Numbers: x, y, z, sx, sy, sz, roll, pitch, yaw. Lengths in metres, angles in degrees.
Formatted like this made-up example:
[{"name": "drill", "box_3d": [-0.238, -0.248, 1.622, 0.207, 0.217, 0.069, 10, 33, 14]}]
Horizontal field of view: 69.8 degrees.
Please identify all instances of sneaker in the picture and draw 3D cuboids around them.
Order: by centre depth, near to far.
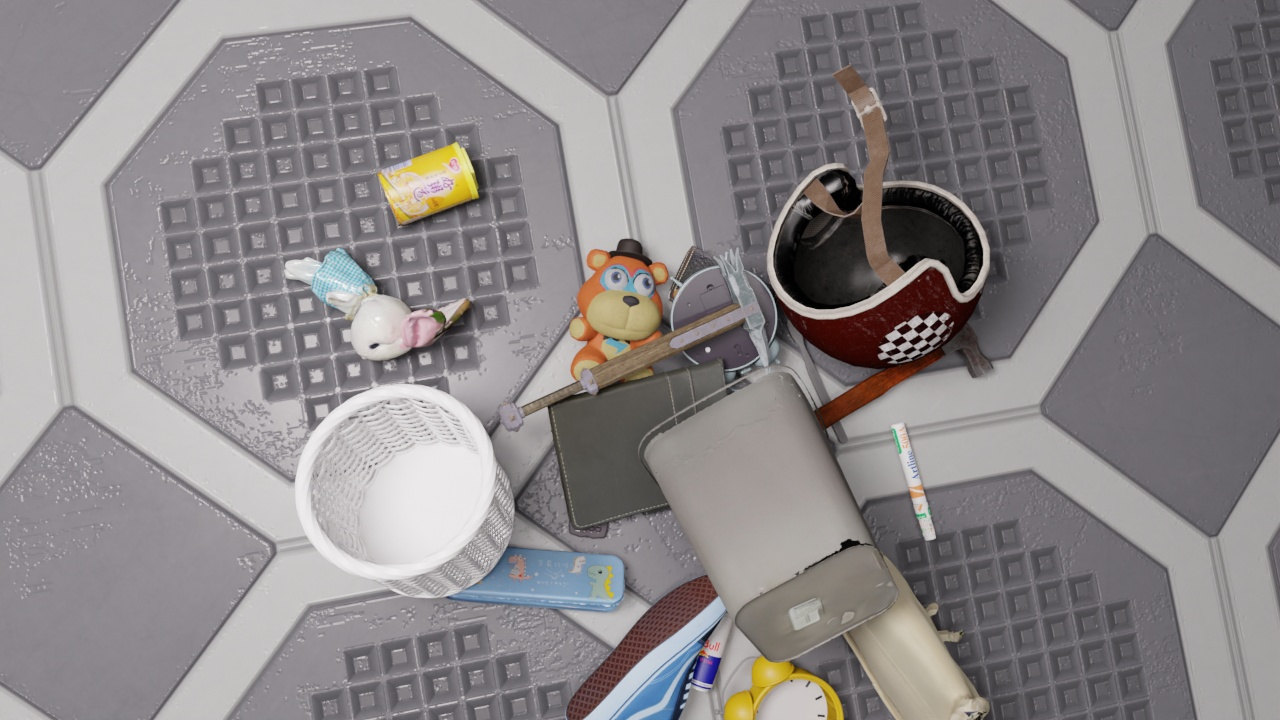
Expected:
[{"name": "sneaker", "box_3d": [0.030, 0.352, 1.052, 0.241, 0.083, 0.098, -44, 110, -5]}]

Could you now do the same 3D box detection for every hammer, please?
[{"name": "hammer", "box_3d": [-0.006, 0.005, 1.007, 0.316, 0.028, 0.147, -25, 99, -12]}, {"name": "hammer", "box_3d": [0.279, 0.034, 1.110, 0.300, 0.028, 0.111, -30, 89, -11]}]

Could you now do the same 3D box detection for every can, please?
[{"name": "can", "box_3d": [-0.243, -0.203, 1.056, 0.105, 0.068, 0.067, -22, 89, -7]}, {"name": "can", "box_3d": [0.081, 0.336, 1.073, 0.032, 0.032, 0.095, 19, 84, -5]}]

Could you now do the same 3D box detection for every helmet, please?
[{"name": "helmet", "box_3d": [0.257, -0.118, 1.017, 0.234, 0.253, 0.233, -44, 50, 16]}]

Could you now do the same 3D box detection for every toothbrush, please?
[{"name": "toothbrush", "box_3d": [0.215, 0.025, 1.119, 0.013, 0.013, 0.167, -25, 91, -8]}]

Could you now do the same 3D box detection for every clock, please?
[{"name": "clock", "box_3d": [0.165, 0.409, 1.071, 0.152, 0.052, 0.113, 38, 83, -7]}, {"name": "clock", "box_3d": [0.101, -0.039, 1.077, 0.122, 0.045, 0.159, -24, 99, 4]}]

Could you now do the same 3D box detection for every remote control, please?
[{"name": "remote control", "box_3d": [-0.055, 0.147, 1.082, 0.046, 0.009, 0.124, 8, 85, -6]}]

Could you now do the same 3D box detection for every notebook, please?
[{"name": "notebook", "box_3d": [0.008, 0.099, 1.054, 0.209, 0.029, 0.169, -12, 109, -9]}]

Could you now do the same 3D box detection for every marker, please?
[{"name": "marker", "box_3d": [0.334, 0.148, 1.122, 0.017, 0.017, 0.145, -15, 88, -7]}]

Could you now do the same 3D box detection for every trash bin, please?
[{"name": "trash bin", "box_3d": [0.139, 0.165, 0.952, 0.197, 0.197, 0.220, -30, 45, 6]}]

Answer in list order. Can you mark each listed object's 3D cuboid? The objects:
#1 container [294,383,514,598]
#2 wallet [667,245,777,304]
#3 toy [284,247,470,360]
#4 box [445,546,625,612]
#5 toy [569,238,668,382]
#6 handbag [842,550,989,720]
[{"name": "container", "box_3d": [-0.233, 0.143, 0.951, 0.189, 0.187, 0.189, 0, 69, 0]}, {"name": "wallet", "box_3d": [0.101, -0.081, 1.109, 0.123, 0.019, 0.072, 25, 88, -4]}, {"name": "toy", "box_3d": [-0.311, -0.055, 1.028, 0.205, 0.131, 0.106, 23, 100, 2]}, {"name": "box", "box_3d": [-0.121, 0.248, 1.043, 0.210, 0.064, 0.069, 6, 83, -6]}, {"name": "toy", "box_3d": [-0.025, -0.053, 1.062, 0.112, 0.096, 0.176, 8, 75, -16]}, {"name": "handbag", "box_3d": [0.316, 0.311, 1.037, 0.131, 0.184, 0.229, -34, 75, -10]}]
